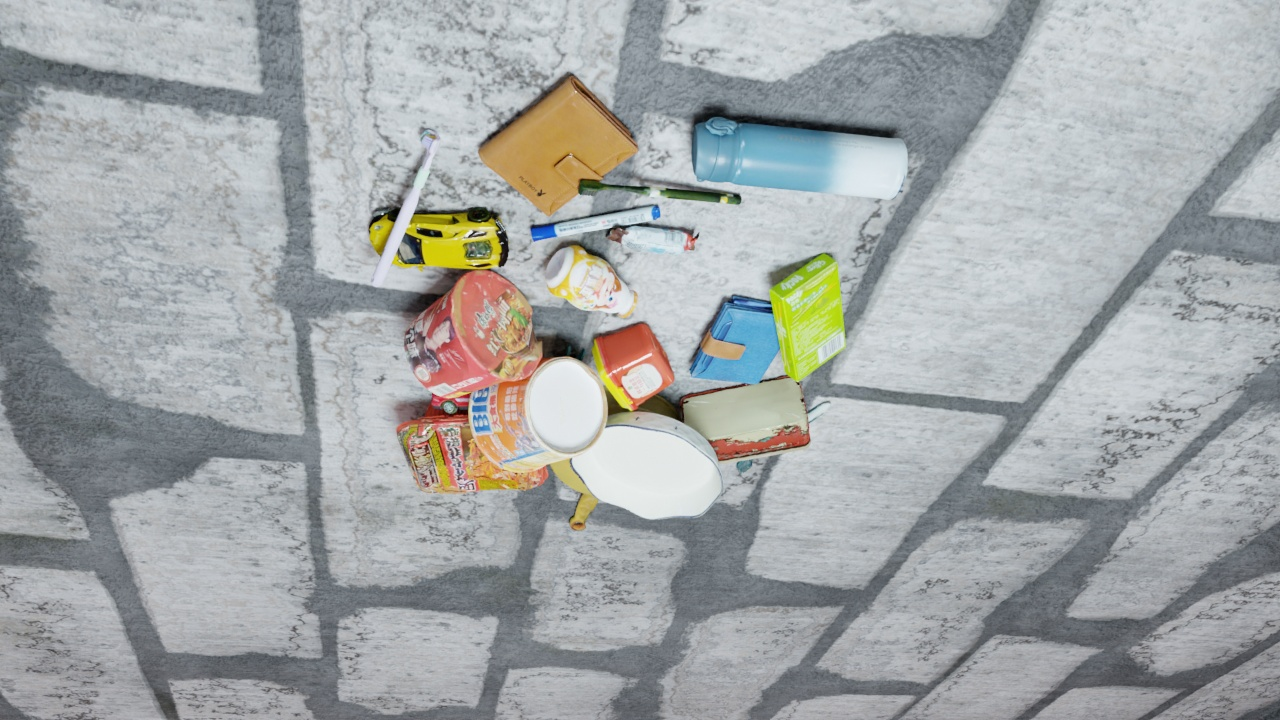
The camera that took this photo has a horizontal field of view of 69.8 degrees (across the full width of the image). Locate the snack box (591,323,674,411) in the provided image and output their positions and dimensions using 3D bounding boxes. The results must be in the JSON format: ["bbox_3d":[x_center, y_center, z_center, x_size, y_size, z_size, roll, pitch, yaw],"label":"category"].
[{"bbox_3d":[-0.007,0.007,1.159,0.080,0.082,0.091,-25,136,8],"label":"snack box"}]

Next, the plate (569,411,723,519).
[{"bbox_3d":[0.011,0.138,1.224,0.205,0.045,0.205,11,139,9],"label":"plate"}]

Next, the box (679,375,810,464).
[{"bbox_3d":[0.141,0.080,1.242,0.168,0.091,0.079,-12,141,8],"label":"box"}]

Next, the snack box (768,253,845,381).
[{"bbox_3d":[0.207,-0.050,1.123,0.085,0.026,0.156,-35,139,-12],"label":"snack box"}]

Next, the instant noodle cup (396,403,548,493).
[{"bbox_3d":[-0.225,0.112,1.257,0.189,0.079,0.165,-2,139,-1],"label":"instant noodle cup"}]

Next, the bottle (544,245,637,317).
[{"bbox_3d":[-0.055,-0.087,1.060,0.108,0.063,0.063,27,130,-31],"label":"bottle"}]

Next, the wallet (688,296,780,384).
[{"bbox_3d":[0.130,-0.022,1.169,0.106,0.040,0.133,7,136,-19],"label":"wallet"}]

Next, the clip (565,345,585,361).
[{"bbox_3d":[-0.090,0.003,1.194,0.041,0.014,0.056,11,135,-16],"label":"clip"}]

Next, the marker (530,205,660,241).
[{"bbox_3d":[-0.050,-0.153,1.021,0.146,0.016,0.017,-9,138,6],"label":"marker"}]

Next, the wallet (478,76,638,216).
[{"bbox_3d":[-0.083,-0.215,0.938,0.132,0.031,0.108,-29,132,28],"label":"wallet"}]

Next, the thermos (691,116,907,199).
[{"bbox_3d":[0.160,-0.207,0.941,0.220,0.070,0.070,4,138,-9],"label":"thermos"}]

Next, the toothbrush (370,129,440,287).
[{"bbox_3d":[-0.250,-0.154,0.963,0.021,0.029,0.190,6,126,-37],"label":"toothbrush"}]

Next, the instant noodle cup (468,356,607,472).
[{"bbox_3d":[-0.120,0.062,1.132,0.151,0.151,0.112,30,155,-32],"label":"instant noodle cup"}]

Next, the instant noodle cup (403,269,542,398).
[{"bbox_3d":[-0.202,-0.023,1.072,0.109,0.137,0.138,-24,135,33],"label":"instant noodle cup"}]

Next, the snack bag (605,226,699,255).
[{"bbox_3d":[0.016,-0.136,1.035,0.105,0.026,0.045,5,173,-12],"label":"snack bag"}]

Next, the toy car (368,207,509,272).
[{"bbox_3d":[-0.222,-0.131,1.013,0.156,0.041,0.071,2,137,-4],"label":"toy car"}]

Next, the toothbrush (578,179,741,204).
[{"bbox_3d":[0.023,-0.177,0.981,0.185,0.012,0.017,1,151,-20],"label":"toothbrush"}]

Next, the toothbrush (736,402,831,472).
[{"bbox_3d":[0.207,0.115,1.342,0.016,0.018,0.192,26,130,-30],"label":"toothbrush"}]

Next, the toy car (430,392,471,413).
[{"bbox_3d":[-0.213,0.040,1.196,0.120,0.052,0.045,1,116,1],"label":"toy car"}]

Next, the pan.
[{"bbox_3d":[-0.057,0.165,1.358,0.197,0.078,0.358,10,130,-11],"label":"pan"}]
